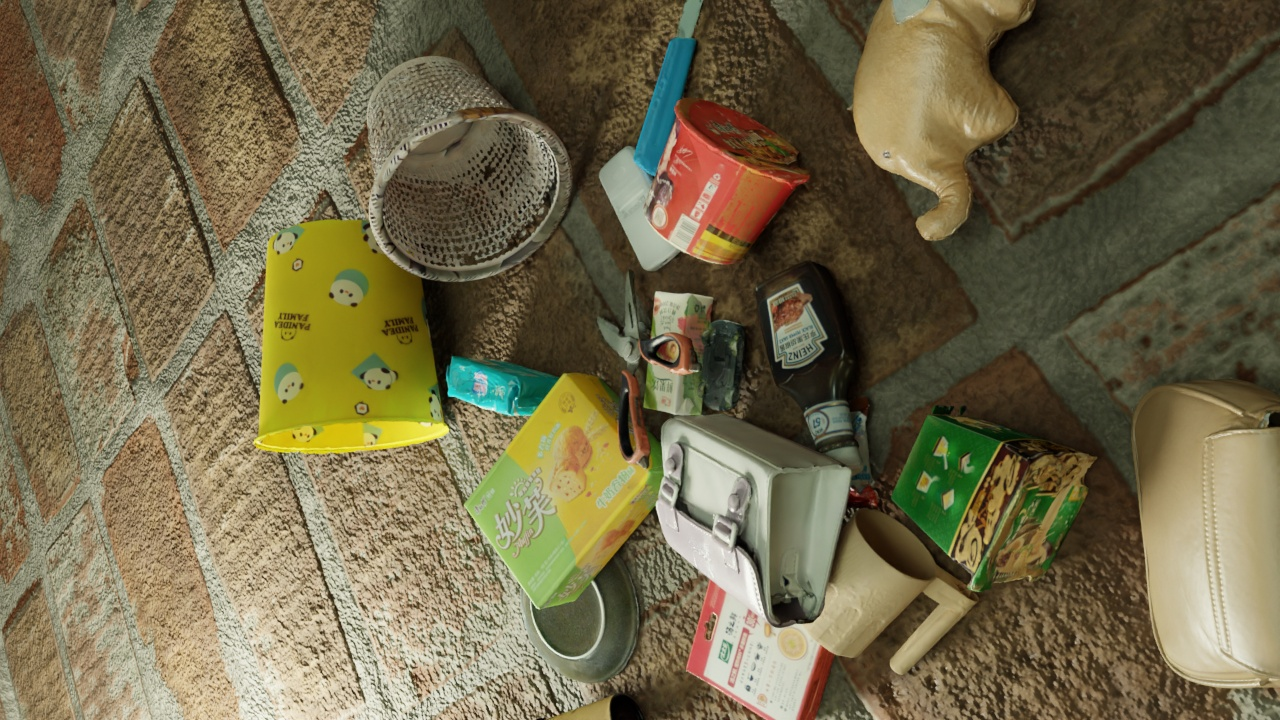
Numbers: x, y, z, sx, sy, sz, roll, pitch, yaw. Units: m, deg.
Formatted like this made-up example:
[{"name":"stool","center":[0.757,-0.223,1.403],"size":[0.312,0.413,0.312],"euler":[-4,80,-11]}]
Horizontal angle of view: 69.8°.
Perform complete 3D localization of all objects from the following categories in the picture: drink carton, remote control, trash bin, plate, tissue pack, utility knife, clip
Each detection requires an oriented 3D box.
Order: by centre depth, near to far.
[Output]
[{"name":"drink carton","center":[0.040,-0.007,0.938],"size":[0.054,0.045,0.122],"euler":[8,94,48]},{"name":"utility knife","center":[0.032,-0.285,0.951],"size":[0.034,0.018,0.187],"euler":[16,98,-8]},{"name":"remote control","center":[0.001,-0.163,0.982],"size":[0.056,0.020,0.136],"euler":[-37,68,32]},{"name":"clip","center":[0.008,-0.019,0.983],"size":[0.056,0.026,0.024],"euler":[40,117,17]},{"name":"trash bin","center":[-0.217,-0.234,1.046],"size":[0.228,0.227,0.192],"euler":[-52,49,26]},{"name":"plate","center":[-0.078,0.281,1.048],"size":[0.180,0.024,0.179],"euler":[1,91,38]},{"name":"tissue pack","center":[-0.152,0.032,1.058],"size":[0.134,0.093,0.050],"euler":[14,95,37]},{"name":"trash bin","center":[-0.368,-0.025,1.153],"size":[0.230,0.229,0.255],"euler":[-16,75,37]}]

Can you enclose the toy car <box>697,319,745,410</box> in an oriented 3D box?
[{"name":"toy car","center":[0.083,0.005,0.912],"size":[0.043,0.034,0.090],"euler":[9,98,35]}]

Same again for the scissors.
[{"name":"scissors","center":[-0.003,0.004,0.929],"size":[0.227,0.015,0.189],"euler":[19,96,60]}]

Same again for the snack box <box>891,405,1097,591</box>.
[{"name":"snack box","center":[0.272,0.103,0.728],"size":[0.106,0.118,0.118],"euler":[34,111,46]}]

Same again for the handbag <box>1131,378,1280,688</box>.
[{"name":"handbag","center":[0.401,0.113,0.605],"size":[0.100,0.148,0.204],"euler":[-5,89,0]}]

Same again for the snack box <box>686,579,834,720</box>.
[{"name":"snack box","center":[0.118,0.274,0.882],"size":[0.127,0.044,0.113],"euler":[22,105,34]}]

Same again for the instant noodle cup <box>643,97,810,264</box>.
[{"name":"instant noodle cup","center":[0.071,-0.165,0.862],"size":[0.138,0.137,0.109],"euler":[47,125,27]}]

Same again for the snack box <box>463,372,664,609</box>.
[{"name":"snack box","center":[-0.077,0.141,1.001],"size":[0.157,0.070,0.210],"euler":[47,109,27]}]

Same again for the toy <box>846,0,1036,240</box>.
[{"name":"toy","center":[0.240,-0.214,0.759],"size":[0.144,0.082,0.226],"euler":[14,102,46]}]

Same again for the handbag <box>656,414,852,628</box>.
[{"name":"handbag","center":[0.090,0.137,0.828],"size":[0.197,0.098,0.145],"euler":[-159,67,-65]}]

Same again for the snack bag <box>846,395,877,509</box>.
[{"name":"snack bag","center":[0.192,0.086,0.834],"size":[0.045,0.026,0.105],"euler":[-10,82,45]}]

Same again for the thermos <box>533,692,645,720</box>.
[{"name":"thermos","center":[-0.065,0.420,1.004],"size":[0.143,0.093,0.093],"euler":[-37,69,24]}]

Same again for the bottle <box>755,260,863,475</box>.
[{"name":"bottle","center":[0.158,0.010,0.828],"size":[0.080,0.044,0.194],"euler":[-26,66,36]}]

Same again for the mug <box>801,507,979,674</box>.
[{"name":"mug","center":[0.209,0.205,0.798],"size":[0.124,0.084,0.104],"euler":[34,115,4]}]
